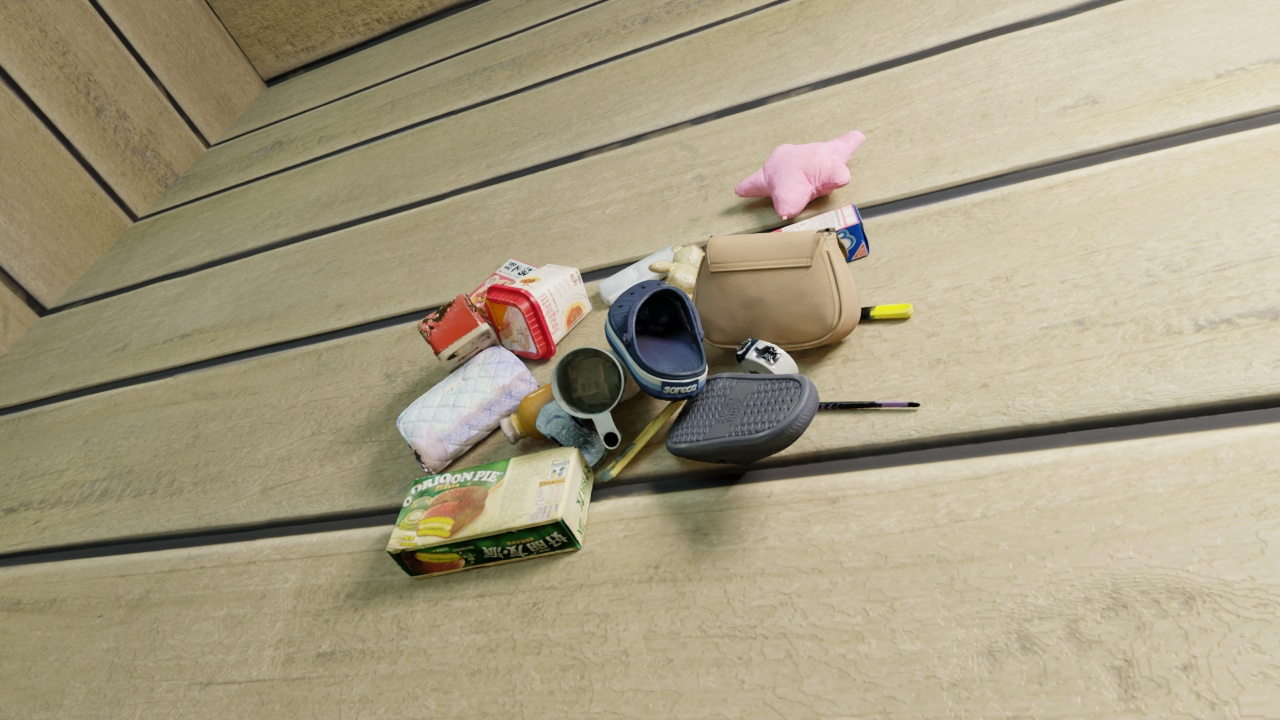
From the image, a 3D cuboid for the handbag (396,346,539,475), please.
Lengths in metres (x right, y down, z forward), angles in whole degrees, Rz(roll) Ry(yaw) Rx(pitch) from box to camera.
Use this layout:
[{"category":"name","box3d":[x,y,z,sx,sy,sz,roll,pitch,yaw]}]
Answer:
[{"category":"handbag","box3d":[-0.243,0.064,1.273,0.193,0.075,0.134,-39,34,-12]}]

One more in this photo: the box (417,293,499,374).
[{"category":"box","box3d":[-0.266,-0.037,1.330,0.091,0.079,0.168,-35,-8,-8]}]

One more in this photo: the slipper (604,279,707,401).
[{"category":"slipper","box3d":[0.018,-0.042,1.120,0.105,0.095,0.252,0,30,-11]}]

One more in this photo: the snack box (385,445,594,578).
[{"category":"snack box","box3d":[-0.178,0.182,1.098,0.240,0.063,0.114,-15,38,20]}]

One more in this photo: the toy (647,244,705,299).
[{"category":"toy","box3d":[0.056,-0.100,1.289,0.105,0.066,0.156,18,54,6]}]

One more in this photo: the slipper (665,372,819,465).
[{"category":"slipper","box3d":[0.117,0.076,1.002,0.110,0.083,0.269,-56,18,-19]}]

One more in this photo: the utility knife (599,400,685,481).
[{"category":"utility knife","box3d":[0.005,0.092,1.106,0.151,0.018,0.031,-42,21,-9]}]

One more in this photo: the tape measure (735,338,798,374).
[{"category":"tape measure","box3d":[0.150,0.009,1.079,0.066,0.066,0.033,18,61,48]}]

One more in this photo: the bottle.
[{"category":"bottle","box3d":[-0.092,0.051,1.192,0.189,0.068,0.068,-27,36,3]}]

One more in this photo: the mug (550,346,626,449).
[{"category":"mug","box3d":[-0.052,0.044,1.103,0.084,0.124,0.103,-22,-1,3]}]

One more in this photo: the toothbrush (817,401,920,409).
[{"category":"toothbrush","box3d":[0.218,0.052,1.027,0.189,0.014,0.016,-2,52,32]}]

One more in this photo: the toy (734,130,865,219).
[{"category":"toy","box3d":[0.228,-0.269,1.357,0.195,0.074,0.178,-2,46,37]}]

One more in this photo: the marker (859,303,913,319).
[{"category":"marker","box3d":[0.271,-0.057,1.121,0.124,0.015,0.018,-3,42,36]}]

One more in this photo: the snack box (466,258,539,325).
[{"category":"snack box","box3d":[-0.205,-0.105,1.478,0.113,0.044,0.127,-44,39,-20]}]

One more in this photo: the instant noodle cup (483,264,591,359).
[{"category":"instant noodle cup","box3d":[-0.148,-0.079,1.361,0.117,0.116,0.124,13,41,43]}]

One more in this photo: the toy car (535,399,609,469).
[{"category":"toy car","box3d":[-0.086,0.090,1.133,0.105,0.031,0.049,39,89,18]}]

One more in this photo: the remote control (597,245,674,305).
[{"category":"remote control","box3d":[0.001,-0.128,1.386,0.136,0.020,0.056,-29,37,1]}]

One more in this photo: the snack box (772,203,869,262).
[{"category":"snack box","box3d":[0.200,-0.143,1.237,0.208,0.057,0.058,-19,35,15]}]

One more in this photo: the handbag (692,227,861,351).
[{"category":"handbag","box3d":[0.166,-0.085,1.126,0.205,0.148,0.099,1,9,33]}]
